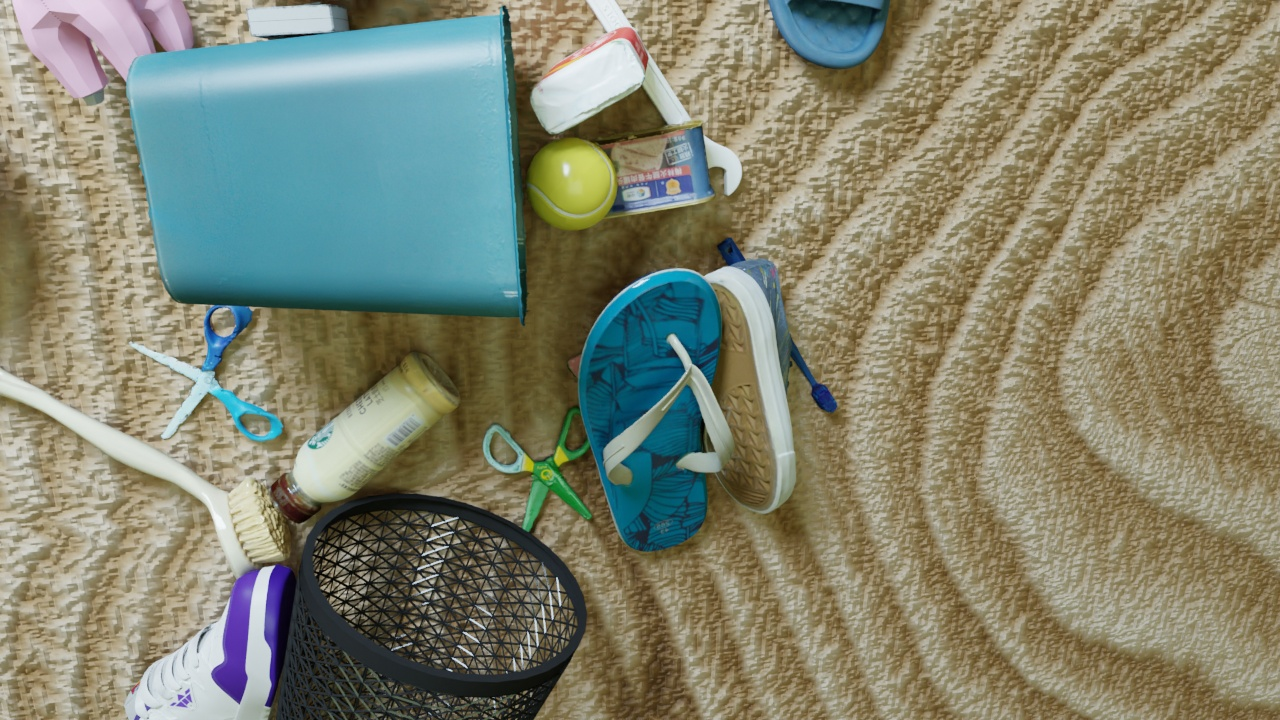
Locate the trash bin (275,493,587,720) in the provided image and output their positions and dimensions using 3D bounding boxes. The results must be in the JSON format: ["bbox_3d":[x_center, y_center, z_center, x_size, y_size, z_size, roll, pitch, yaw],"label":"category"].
[{"bbox_3d":[-0.187,0.269,0.729,0.217,0.216,0.244,17,109,-17],"label":"trash bin"}]

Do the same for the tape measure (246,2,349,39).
[{"bbox_3d":[-0.233,-0.233,0.627,0.062,0.060,0.020,-7,109,-10],"label":"tape measure"}]

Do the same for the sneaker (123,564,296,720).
[{"bbox_3d":[-0.349,0.256,0.739,0.111,0.091,0.245,14,114,-15],"label":"sneaker"}]

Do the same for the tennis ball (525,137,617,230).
[{"bbox_3d":[-0.049,-0.126,0.656,0.065,0.065,0.065,-4,108,-12],"label":"tennis ball"}]

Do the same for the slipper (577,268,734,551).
[{"bbox_3d":[0.015,0.064,0.736,0.118,0.060,0.295,-11,128,-8],"label":"slipper"}]

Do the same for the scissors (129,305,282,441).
[{"bbox_3d":[-0.330,0.012,0.711,0.127,0.014,0.133,28,104,-15],"label":"scissors"}]

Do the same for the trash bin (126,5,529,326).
[{"bbox_3d":[-0.188,-0.127,0.611,0.218,0.196,0.199,-3,108,-5],"label":"trash bin"}]

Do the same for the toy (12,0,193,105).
[{"bbox_3d":[-0.347,-0.250,0.571,0.067,0.123,0.158,-13,120,7],"label":"toy"}]

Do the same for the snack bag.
[{"bbox_3d":[-0.034,-0.200,0.647,0.077,0.115,0.036,-26,112,14],"label":"snack bag"}]

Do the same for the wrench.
[{"bbox_3d":[-0.005,-0.237,0.704,0.047,0.009,0.273,-37,111,1],"label":"wrench"}]

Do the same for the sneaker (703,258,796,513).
[{"bbox_3d":[0.102,0.023,0.775,0.079,0.087,0.236,-35,127,-36],"label":"sneaker"}]

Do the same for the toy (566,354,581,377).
[{"bbox_3d":[-0.005,0.004,0.760,0.112,0.050,0.087,-19,107,16],"label":"toy"}]

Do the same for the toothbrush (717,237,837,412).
[{"bbox_3d":[0.122,-0.027,0.797,0.016,0.017,0.190,-36,111,0],"label":"toothbrush"}]

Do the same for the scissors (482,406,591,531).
[{"bbox_3d":[-0.087,0.094,0.791,0.127,0.011,0.125,18,101,-16],"label":"scissors"}]

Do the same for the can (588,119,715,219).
[{"bbox_3d":[0.004,-0.146,0.704,0.100,0.053,0.059,-9,108,6],"label":"can"}]

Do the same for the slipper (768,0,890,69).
[{"bbox_3d":[0.149,-0.330,0.685,0.103,0.059,0.214,-2,106,-10],"label":"slipper"}]

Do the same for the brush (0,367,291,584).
[{"bbox_3d":[-0.384,0.076,0.700,0.272,0.062,0.077,40,79,-17],"label":"brush"}]

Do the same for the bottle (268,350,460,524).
[{"bbox_3d":[-0.220,0.063,0.727,0.162,0.056,0.056,-40,111,2],"label":"bottle"}]

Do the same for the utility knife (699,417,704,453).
[{"bbox_3d":[0.046,0.024,0.796,0.028,0.020,0.174,-3,109,-10],"label":"utility knife"}]
